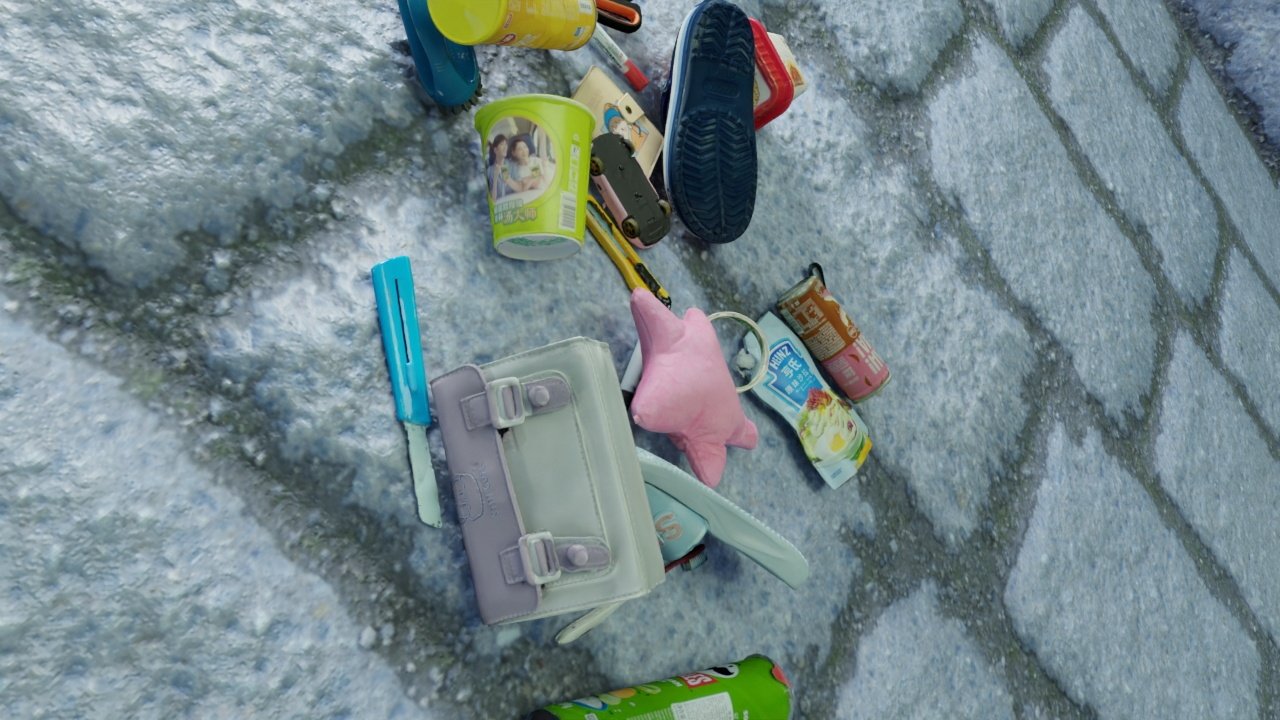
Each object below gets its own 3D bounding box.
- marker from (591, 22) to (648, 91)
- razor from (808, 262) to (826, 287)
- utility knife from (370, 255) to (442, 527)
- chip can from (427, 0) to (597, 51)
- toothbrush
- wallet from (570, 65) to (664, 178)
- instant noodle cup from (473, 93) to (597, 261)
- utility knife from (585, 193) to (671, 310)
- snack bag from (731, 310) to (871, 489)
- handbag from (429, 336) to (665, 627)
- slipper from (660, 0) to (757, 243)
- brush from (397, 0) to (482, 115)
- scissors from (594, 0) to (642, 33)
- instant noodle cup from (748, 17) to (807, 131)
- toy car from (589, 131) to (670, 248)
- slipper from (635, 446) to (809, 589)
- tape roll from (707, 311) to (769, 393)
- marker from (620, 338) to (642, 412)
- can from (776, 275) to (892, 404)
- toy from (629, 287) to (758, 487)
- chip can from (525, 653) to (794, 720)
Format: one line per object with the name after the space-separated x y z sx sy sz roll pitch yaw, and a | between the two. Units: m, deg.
-0.043 -0.345 0.975 0.145 0.017 0.017 42 51 -29 | marker
0.227 -0.049 1.088 0.042 0.022 0.142 -20 84 -6 | razor
-0.183 0.023 0.733 0.034 0.018 0.225 -3 76 -40 | utility knife
-0.109 -0.324 0.841 0.072 0.072 0.212 59 26 -4 | chip can
-0.003 0.206 0.807 0.187 0.016 0.017 -22 97 -42 | toothbrush
-0.025 -0.246 0.963 0.115 0.024 0.087 41 53 -22 | wallet
-0.093 -0.157 0.824 0.111 0.112 0.123 5 78 -37 | instant noodle cup
-0.018 -0.106 0.917 0.156 0.015 0.033 52 47 -10 | utility knife
0.177 0.041 1.002 0.191 0.039 0.110 51 55 -6 | snack bag
-0.076 0.093 0.706 0.098 0.145 0.197 10 65 -72 | handbag
0.064 -0.253 0.984 0.105 0.095 0.253 -1 97 -23 | slipper
-0.182 -0.295 0.817 0.055 0.073 0.143 -17 80 1 | brush
-0.099 -0.417 0.980 0.234 0.022 0.152 24 51 -22 | scissors
0.127 -0.324 1.064 0.124 0.117 0.116 -30 93 -54 | instant noodle cup
-0.014 -0.171 0.928 0.056 0.037 0.122 -36 101 -33 | toy car
0.040 0.145 0.811 0.245 0.104 0.074 33 83 -14 | slipper
0.091 -0.008 0.945 0.085 0.014 0.085 3 77 -13 | tape roll
-0.005 0.005 0.882 0.022 0.018 0.130 31 56 -15 | marker
0.218 -0.024 1.038 0.147 0.058 0.057 51 49 -4 | can
0.038 0.020 0.852 0.178 0.075 0.194 -23 90 -57 | toy
0.020 0.296 0.750 0.235 0.072 0.072 2 72 -38 | chip can
